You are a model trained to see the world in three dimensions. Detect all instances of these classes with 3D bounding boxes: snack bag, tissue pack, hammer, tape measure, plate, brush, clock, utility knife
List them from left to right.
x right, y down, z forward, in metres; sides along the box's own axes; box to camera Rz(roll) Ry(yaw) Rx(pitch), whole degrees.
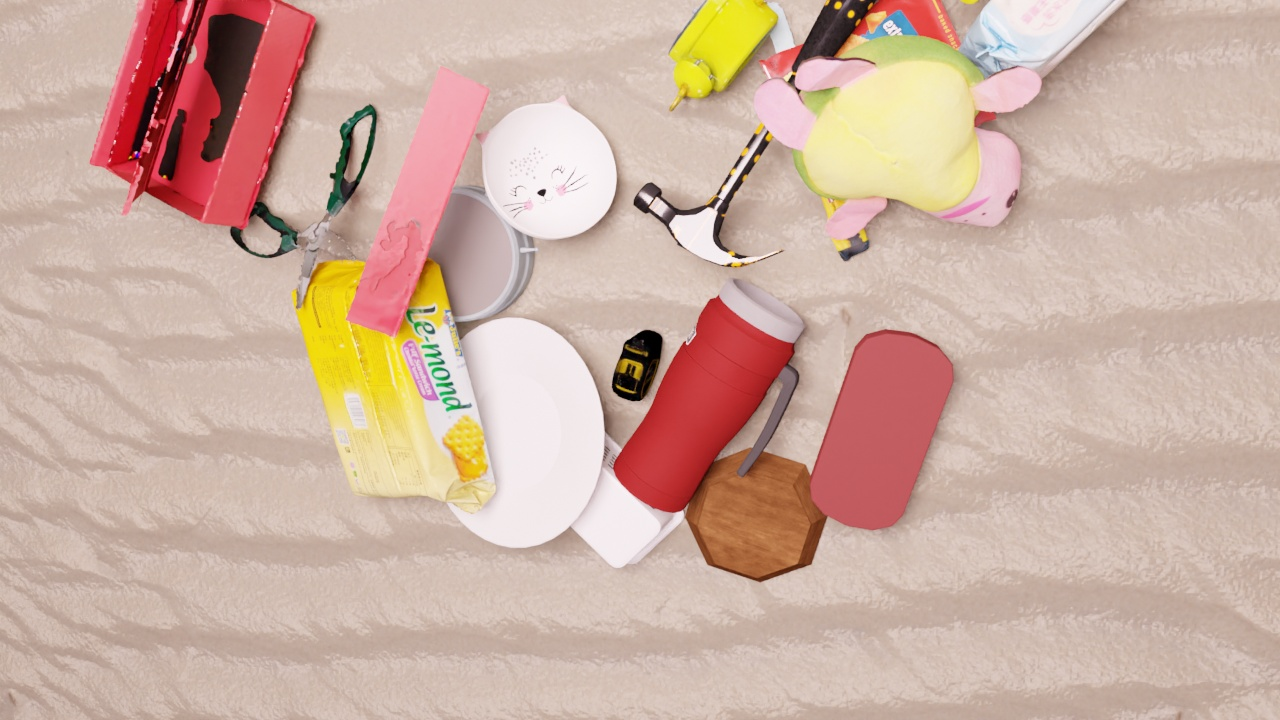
[{"bbox_3d":[-0.228,0.021,0.825,0.160,0.068,0.247,-1,108,39],"label":"snack bag"},{"bbox_3d":[-0.172,-0.090,0.836,0.159,0.045,0.122,-31,93,15],"label":"clock"},{"bbox_3d":[-0.116,0.065,0.841,0.209,0.015,0.208,0,89,32],"label":"plate"},{"bbox_3d":[-0.005,0.005,0.812,0.034,0.061,0.061,19,103,10],"label":"tape measure"},{"bbox_3d":[0.058,-0.251,0.737,0.057,0.083,0.119,40,104,-5],"label":"clock"},{"bbox_3d":[0.104,0.145,0.838,0.131,0.025,0.131,2,102,11],"label":"plate"},{"bbox_3d":[0.127,-0.218,0.713,0.123,0.036,0.321,35,99,10],"label":"hammer"},{"bbox_3d":[0.143,-0.192,0.768,0.030,0.019,0.225,-20,94,7],"label":"utility knife"},{"bbox_3d":[0.189,-0.218,0.738,0.144,0.039,0.131,-27,95,10],"label":"snack bag"},{"bbox_3d":[0.205,0.058,0.790,0.082,0.041,0.173,18,104,7],"label":"brush"},{"bbox_3d":[0.305,-0.263,0.656,0.070,0.112,0.182,45,98,5],"label":"tissue pack"}]

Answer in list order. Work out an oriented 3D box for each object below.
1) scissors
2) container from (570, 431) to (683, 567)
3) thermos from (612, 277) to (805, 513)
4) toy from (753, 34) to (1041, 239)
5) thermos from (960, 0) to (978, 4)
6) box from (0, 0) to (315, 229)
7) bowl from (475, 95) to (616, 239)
[{"bbox_3d":[-0.312,-0.136,0.840,0.205,0.015,0.201,-3,68,31],"label":"scissors"},{"bbox_3d":[-0.032,0.131,0.850,0.129,0.049,0.081,44,106,0],"label":"container"},{"bbox_3d":[0.067,0.038,0.792,0.108,0.083,0.199,35,108,11],"label":"thermos"},{"bbox_3d":[0.193,-0.162,0.668,0.238,0.087,0.191,16,140,-28],"label":"toy"},{"bbox_3d":[0.281,-0.358,0.640,0.221,0.098,0.098,-44,90,-1],"label":"thermos"},{"bbox_3d":[-0.540,-0.299,0.790,0.478,0.171,0.214,21,103,-20],"label":"box"},{"bbox_3d":[-0.082,-0.156,0.787,0.114,0.051,0.114,2,84,-18],"label":"bowl"}]
